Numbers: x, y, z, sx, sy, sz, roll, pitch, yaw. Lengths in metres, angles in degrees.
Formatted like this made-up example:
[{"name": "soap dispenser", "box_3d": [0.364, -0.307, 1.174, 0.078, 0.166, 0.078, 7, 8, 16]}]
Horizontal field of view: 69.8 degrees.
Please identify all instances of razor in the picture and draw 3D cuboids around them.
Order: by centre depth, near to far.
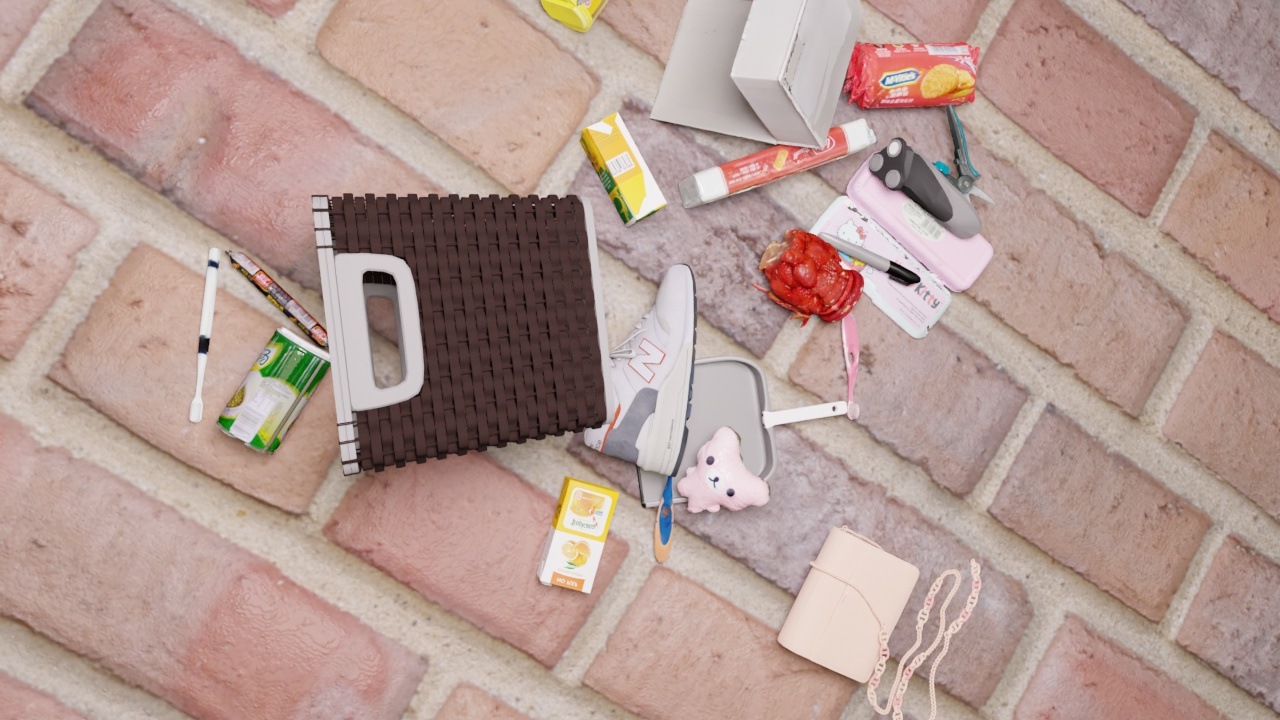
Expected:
[{"name": "razor", "box_3d": [0.344, -0.199, 1.088, 0.156, 0.057, 0.060, 30, 54, -17]}]

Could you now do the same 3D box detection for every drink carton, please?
[{"name": "drink carton", "box_3d": [-0.072, 0.199, 1.037, 0.058, 0.040, 0.122, 17, 86, -11]}, {"name": "drink carton", "box_3d": [-0.022, -0.218, 1.045, 0.041, 0.058, 0.122, -31, 95, -11]}]

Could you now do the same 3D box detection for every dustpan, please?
[{"name": "dustpan", "box_3d": [0.118, 0.073, 1.083, 0.257, 0.033, 0.163, -8, 91, -12]}]

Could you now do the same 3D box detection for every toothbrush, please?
[{"name": "toothbrush", "box_3d": [-0.460, -0.027, 0.970, 0.012, 0.017, 0.186, 7, 87, -25]}, {"name": "toothbrush", "box_3d": [0.030, 0.167, 1.060, 0.021, 0.017, 0.135, 5, 97, -1]}, {"name": "toothbrush", "box_3d": [0.258, 0.005, 1.123, 0.021, 0.016, 0.135, -3, 90, -21]}]

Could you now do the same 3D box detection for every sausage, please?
[{"name": "sausage", "box_3d": [-0.385, -0.065, 0.985, 0.155, 0.020, 0.020, 45, 81, -8]}]

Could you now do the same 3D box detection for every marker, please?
[{"name": "marker", "box_3d": [0.275, -0.122, 1.107, 0.138, 0.016, 0.022, 23, 124, -4]}]

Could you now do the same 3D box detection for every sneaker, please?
[{"name": "sneaker", "box_3d": [-0.006, 0.006, 1.018, 0.124, 0.089, 0.239, 4, 80, -4]}]

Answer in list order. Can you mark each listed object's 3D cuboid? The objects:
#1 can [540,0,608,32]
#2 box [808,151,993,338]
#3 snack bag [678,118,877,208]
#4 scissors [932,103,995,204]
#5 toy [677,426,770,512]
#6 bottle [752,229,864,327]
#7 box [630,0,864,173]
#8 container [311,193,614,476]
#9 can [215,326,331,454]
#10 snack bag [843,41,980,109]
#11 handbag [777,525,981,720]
[{"name": "can", "box_3d": [-0.059, -0.432, 1.036, 0.067, 0.068, 0.105, 35, 82, -9]}, {"name": "box", "box_3d": [0.322, -0.143, 1.127, 0.201, 0.041, 0.153, 40, 82, -8]}, {"name": "snack bag", "box_3d": [0.157, -0.230, 1.074, 0.225, 0.077, 0.041, -22, 97, -11]}, {"name": "scissors", "box_3d": [0.382, -0.245, 1.121, 0.148, 0.019, 0.118, 25, 87, -12]}, {"name": "toy", "box_3d": [0.088, 0.136, 1.044, 0.096, 0.052, 0.099, -31, 83, 10]}, {"name": "bottle", "box_3d": [0.194, -0.094, 1.078, 0.111, 0.099, 0.099, 32, 83, -20]}, {"name": "box", "box_3d": [0.110, -0.338, 1.093, 0.164, 0.447, 0.167, 20, 85, -22]}, {"name": "container", "box_3d": [-0.180, -0.032, 0.918, 0.243, 0.246, 0.247, -7, 90, -16]}, {"name": "can", "box_3d": [-0.381, 0.031, 0.961, 0.067, 0.067, 0.121, 32, 83, -10]}, {"name": "snack bag", "box_3d": [0.328, -0.349, 1.116, 0.176, 0.082, 0.082, -5, 90, -13]}, {"name": "handbag", "box_3d": [0.262, 0.280, 1.032, 0.116, 0.187, 0.198, 27, 88, -17]}]
